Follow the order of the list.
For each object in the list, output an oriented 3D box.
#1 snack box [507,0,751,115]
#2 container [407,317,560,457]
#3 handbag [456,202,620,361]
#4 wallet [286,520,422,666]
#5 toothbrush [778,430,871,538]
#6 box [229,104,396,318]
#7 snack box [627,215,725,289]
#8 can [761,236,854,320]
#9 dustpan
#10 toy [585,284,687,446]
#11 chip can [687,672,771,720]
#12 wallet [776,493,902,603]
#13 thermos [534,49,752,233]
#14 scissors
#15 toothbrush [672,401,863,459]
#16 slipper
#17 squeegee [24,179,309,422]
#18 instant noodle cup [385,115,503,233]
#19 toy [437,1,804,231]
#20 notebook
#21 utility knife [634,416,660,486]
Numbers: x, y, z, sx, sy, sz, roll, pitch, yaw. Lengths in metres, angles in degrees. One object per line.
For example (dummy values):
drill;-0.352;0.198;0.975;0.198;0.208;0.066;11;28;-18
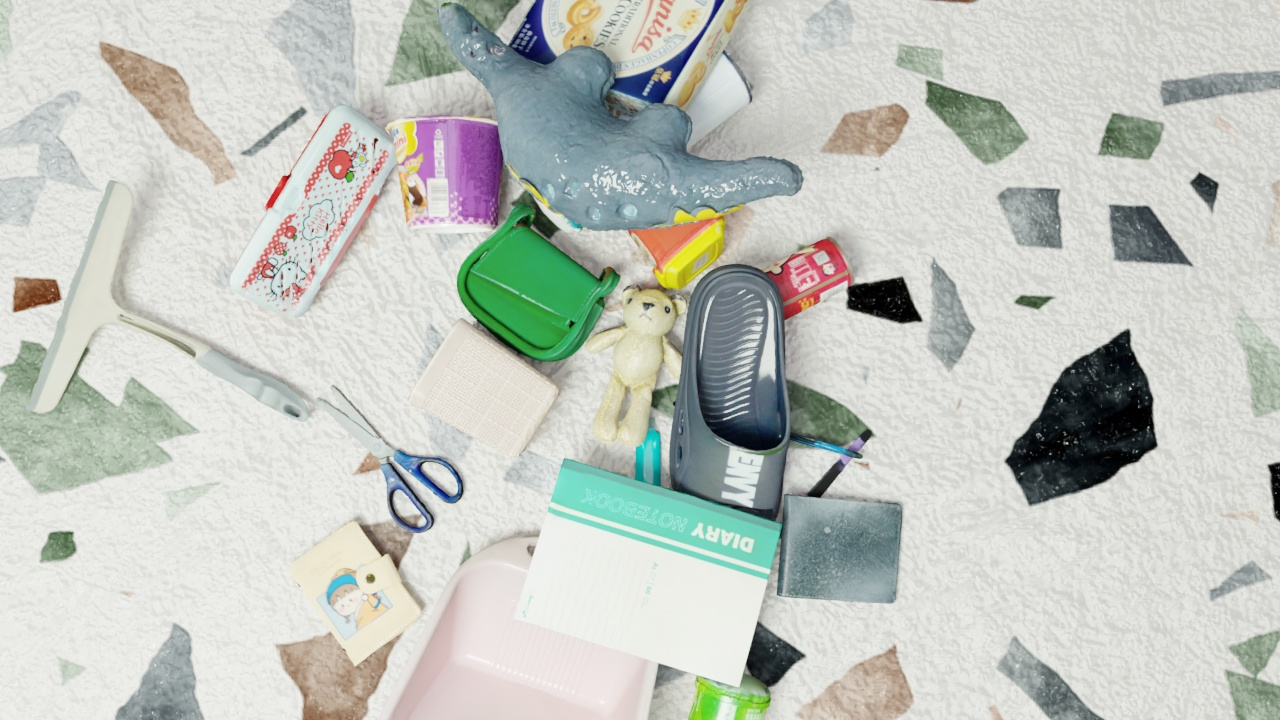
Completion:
snack box;-0.006;-0.324;0.859;0.182;0.046;0.177;25;79;21
container;-0.140;0.030;0.851;0.111;0.090;0.090;32;86;-1
handbag;-0.098;-0.067;0.867;0.131;0.068;0.120;38;86;2
wallet;-0.268;0.218;0.871;0.087;0.024;0.115;-36;86;2
toothbrush;0.160;0.138;0.882;0.014;0.017;0.189;43;85;-3
box;-0.308;-0.141;0.858;0.094;0.092;0.201;29;86;0
snack box;0.032;-0.121;0.862;0.082;0.091;0.080;-39;80;-2
can;0.133;-0.065;0.875;0.132;0.053;0.053;-27;87;-2
dustpan;-0.097;0.276;0.780;0.222;0.272;0.139;18;111;-2
toy;-0.005;0.005;0.863;0.105;0.066;0.157;14;79;7
chip can;0.061;0.395;0.836;0.072;0.072;0.221;15;87;0
wallet;0.190;0.180;0.872;0.121;0.019;0.097;6;87;-10
thermos;-0.002;-0.209;0.879;0.224;0.073;0.073;-38;87;-2
scissors;-0.238;0.084;0.884;0.128;0.012;0.173;-17;86;0
toothbrush;0.123;0.064;0.884;0.189;0.014;0.016;16;69;3
slipper;0.083;0.050;0.829;0.111;0.083;0.268;0;104;0
squeegee;-0.423;-0.006;0.875;0.246;0.039;0.247;27;104;-4
instant noodle cup;-0.177;-0.170;0.859;0.111;0.111;0.099;-2;95;-1
toy;-0.042;-0.189;0.790;0.356;0.091;0.138;32;108;11
notebook;0.009;0.188;0.820;0.209;0.012;0.150;17;80;-1
utility knife;0.009;0.135;0.883;0.029;0.013;0.161;0;84;-3
